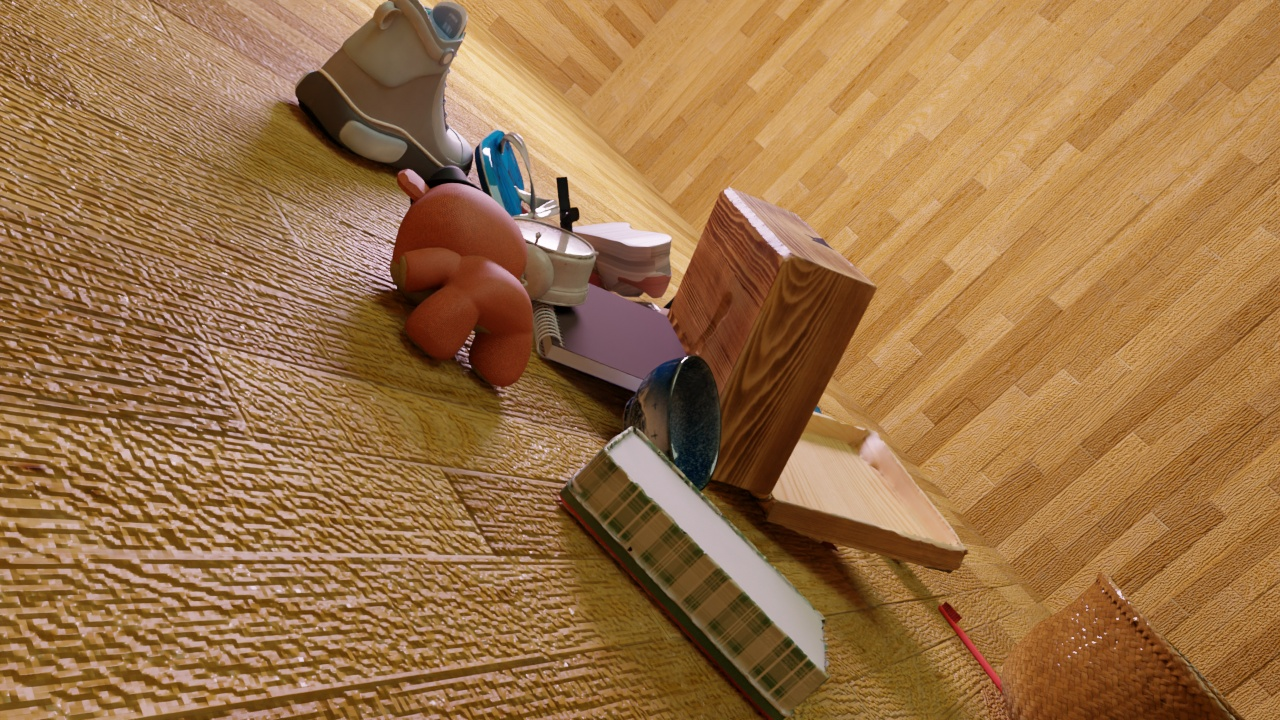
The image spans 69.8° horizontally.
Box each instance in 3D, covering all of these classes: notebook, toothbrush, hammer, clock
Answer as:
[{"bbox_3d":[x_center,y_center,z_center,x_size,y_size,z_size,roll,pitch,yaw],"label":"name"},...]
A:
[{"bbox_3d":[-0.030,-0.028,0.895,0.171,0.022,0.209,22,20,-20],"label":"notebook"},{"bbox_3d":[-0.120,-0.159,1.162,0.190,0.016,0.016,43,8,-9],"label":"toothbrush"},{"bbox_3d":[-0.077,-0.160,0.991,0.325,0.015,0.095,-129,-146,-80],"label":"hammer"},{"bbox_3d":[-0.095,-0.093,0.844,0.103,0.061,0.156,22,20,3],"label":"clock"},{"bbox_3d":[0.458,0.398,1.204,0.012,0.018,0.212,36,15,-37],"label":"toothbrush"}]

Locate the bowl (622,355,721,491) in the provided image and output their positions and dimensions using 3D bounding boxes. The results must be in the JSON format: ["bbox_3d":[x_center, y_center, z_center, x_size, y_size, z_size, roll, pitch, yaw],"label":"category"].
[{"bbox_3d":[0.021,0.053,0.773,0.114,0.061,0.114,0,90,-65],"label":"bowl"}]

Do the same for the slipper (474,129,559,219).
[{"bbox_3d":[-0.138,-0.205,1.033,0.294,0.060,0.118,-103,170,-63],"label":"slipper"}]

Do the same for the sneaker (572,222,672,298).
[{"bbox_3d":[-0.030,-0.131,1.230,0.099,0.089,0.236,-10,18,-23],"label":"sneaker"}]

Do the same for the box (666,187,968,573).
[{"bbox_3d":[0.201,0.030,0.990,0.336,0.287,0.279,20,20,-17],"label":"box"}]

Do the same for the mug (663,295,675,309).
[{"bbox_3d":[0.059,-0.037,1.234,0.088,0.078,0.113,45,39,1],"label":"mug"}]

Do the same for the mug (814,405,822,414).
[{"bbox_3d":[0.244,0.127,1.283,0.078,0.078,0.121,34,21,-42],"label":"mug"}]

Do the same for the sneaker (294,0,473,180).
[{"bbox_3d":[-0.202,-0.260,0.882,0.093,0.160,0.256,47,14,11],"label":"sneaker"}]

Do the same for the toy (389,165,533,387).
[{"bbox_3d":[-0.126,-0.069,0.656,0.112,0.096,0.175,31,46,-48],"label":"toy"}]

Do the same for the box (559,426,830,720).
[{"bbox_3d":[0.041,0.137,0.622,0.205,0.051,0.117,46,9,2],"label":"box"}]

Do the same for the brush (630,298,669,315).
[{"bbox_3d":[0.029,-0.063,1.174,0.135,0.015,0.050,0,37,-27],"label":"brush"}]

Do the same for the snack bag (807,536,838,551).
[{"bbox_3d":[0.169,0.170,1.022,0.158,0.013,0.057,34,14,-41],"label":"snack bag"}]

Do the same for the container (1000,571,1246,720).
[{"bbox_3d":[0.564,0.422,1.033,0.307,0.197,0.306,42,14,-13],"label":"container"}]
